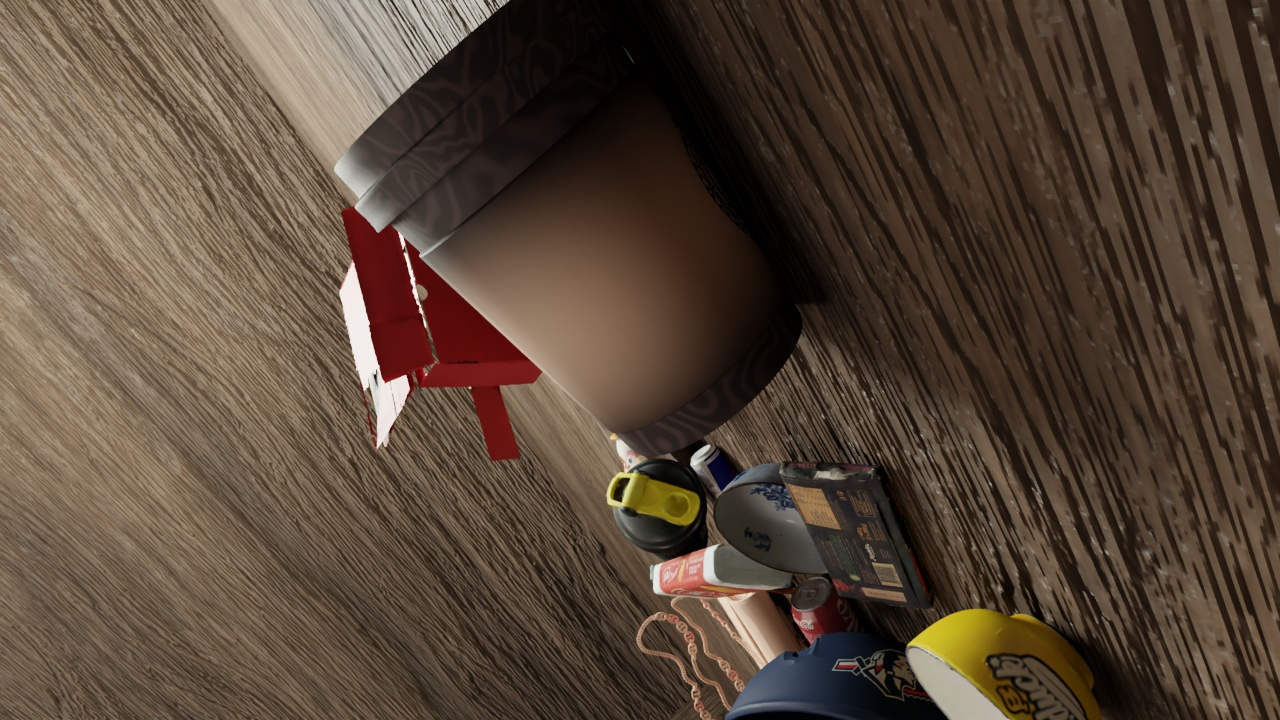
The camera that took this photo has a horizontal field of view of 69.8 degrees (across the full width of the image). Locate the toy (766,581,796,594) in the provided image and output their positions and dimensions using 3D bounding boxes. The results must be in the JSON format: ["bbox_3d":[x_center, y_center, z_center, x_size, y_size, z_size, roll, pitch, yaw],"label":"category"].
[{"bbox_3d":[0.147,0.228,1.001,0.103,0.070,0.090,29,154,-3],"label":"toy"}]

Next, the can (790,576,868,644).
[{"bbox_3d":[0.188,0.261,0.900,0.096,0.054,0.054,56,167,-21],"label":"can"}]

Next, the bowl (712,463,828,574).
[{"bbox_3d":[0.117,0.115,0.712,0.114,0.045,0.114,14,139,13],"label":"bowl"}]

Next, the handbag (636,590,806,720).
[{"bbox_3d":[0.123,0.392,1.180,0.199,0.187,0.116,58,174,-7],"label":"handbag"}]

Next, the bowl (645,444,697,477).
[{"bbox_3d":[0.025,0.090,1.026,0.119,0.032,0.119,40,166,12],"label":"bowl"}]

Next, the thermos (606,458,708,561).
[{"bbox_3d":[0.029,0.171,0.997,0.098,0.098,0.221,47,173,20],"label":"thermos"}]

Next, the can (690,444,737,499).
[{"bbox_3d":[0.089,0.130,0.928,0.095,0.032,0.032,53,167,-7],"label":"can"}]

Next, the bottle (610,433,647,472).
[{"bbox_3d":[0.009,0.126,1.128,0.109,0.063,0.063,53,167,-4],"label":"bottle"}]

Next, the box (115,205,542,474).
[{"bbox_3d":[-0.305,-0.043,0.909,0.108,0.409,0.211,102,150,-60],"label":"box"}]

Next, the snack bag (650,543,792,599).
[{"bbox_3d":[0.074,0.214,0.917,0.226,0.077,0.041,127,149,-67],"label":"snack bag"}]

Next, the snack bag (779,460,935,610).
[{"bbox_3d":[0.155,0.126,0.651,0.075,0.018,0.155,0,133,35],"label":"snack bag"}]

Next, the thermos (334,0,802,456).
[{"bbox_3d":[-0.028,-0.070,0.510,0.226,0.172,0.173,49,169,-16],"label":"thermos"}]

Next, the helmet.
[{"bbox_3d":[0.182,0.335,0.763,0.232,0.222,0.273,23,150,14],"label":"helmet"}]

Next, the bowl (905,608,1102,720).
[{"bbox_3d":[0.227,0.197,0.554,0.117,0.067,0.117,48,167,14],"label":"bowl"}]
